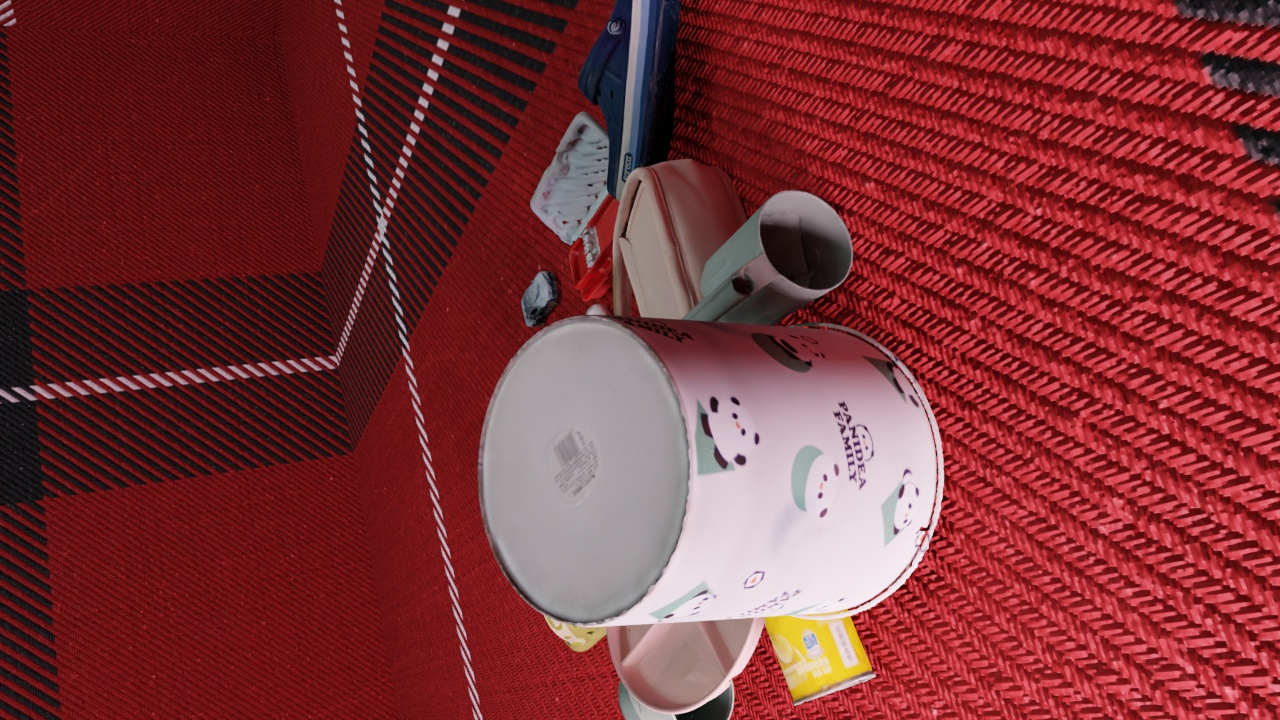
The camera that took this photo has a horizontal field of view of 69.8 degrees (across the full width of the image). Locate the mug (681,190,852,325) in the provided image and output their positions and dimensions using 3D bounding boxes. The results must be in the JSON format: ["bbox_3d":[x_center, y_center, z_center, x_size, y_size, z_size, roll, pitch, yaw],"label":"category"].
[{"bbox_3d":[0.090,-0.065,0.720,0.083,0.123,0.104,55,151,2],"label":"mug"}]

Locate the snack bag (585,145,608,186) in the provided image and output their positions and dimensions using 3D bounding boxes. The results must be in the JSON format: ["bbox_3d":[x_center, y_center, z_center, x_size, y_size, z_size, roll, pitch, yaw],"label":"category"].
[{"bbox_3d":[-0.040,-0.224,1.034,0.106,0.026,0.045,-36,61,57],"label":"snack bag"}]

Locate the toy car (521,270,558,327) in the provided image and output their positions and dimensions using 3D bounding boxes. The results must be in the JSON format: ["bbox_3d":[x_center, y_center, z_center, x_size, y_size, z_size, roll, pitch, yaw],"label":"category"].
[{"bbox_3d":[-0.140,-0.084,1.255,0.106,0.031,0.049,-45,57,56],"label":"toy car"}]

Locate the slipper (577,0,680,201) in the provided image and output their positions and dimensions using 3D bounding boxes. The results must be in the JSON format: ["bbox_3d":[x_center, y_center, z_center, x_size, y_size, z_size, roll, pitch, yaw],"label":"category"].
[{"bbox_3d":[-0.015,-0.274,0.870,0.105,0.095,0.253,-44,-38,-69],"label":"slipper"}]

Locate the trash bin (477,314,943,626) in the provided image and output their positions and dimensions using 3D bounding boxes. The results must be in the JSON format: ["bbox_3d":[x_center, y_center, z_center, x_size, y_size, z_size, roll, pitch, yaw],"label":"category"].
[{"bbox_3d":[0.045,0.074,0.626,0.230,0.251,0.229,-6,82,42],"label":"trash bin"}]

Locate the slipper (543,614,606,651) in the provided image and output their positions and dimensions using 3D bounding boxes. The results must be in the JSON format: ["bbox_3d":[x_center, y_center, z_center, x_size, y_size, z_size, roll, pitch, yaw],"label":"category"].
[{"bbox_3d":[-0.086,0.329,1.197,0.091,0.081,0.191,63,149,29],"label":"slipper"}]

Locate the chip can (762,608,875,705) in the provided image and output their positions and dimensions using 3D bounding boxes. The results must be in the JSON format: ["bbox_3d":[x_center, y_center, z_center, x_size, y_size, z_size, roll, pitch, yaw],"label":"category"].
[{"bbox_3d":[0.122,0.170,0.767,0.072,0.072,0.213,-55,50,53],"label":"chip can"}]

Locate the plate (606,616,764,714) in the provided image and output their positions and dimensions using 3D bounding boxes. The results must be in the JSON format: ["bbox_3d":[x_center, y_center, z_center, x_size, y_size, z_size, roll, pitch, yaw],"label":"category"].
[{"bbox_3d":[0.043,0.222,0.891,0.230,0.028,0.229,-32,48,43],"label":"plate"}]

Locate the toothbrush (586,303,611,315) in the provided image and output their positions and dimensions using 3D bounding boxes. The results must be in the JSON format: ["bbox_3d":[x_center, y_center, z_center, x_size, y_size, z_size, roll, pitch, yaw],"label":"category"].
[{"bbox_3d":[-0.006,0.006,1.022,0.221,0.026,0.027,-126,28,-44],"label":"toothbrush"}]

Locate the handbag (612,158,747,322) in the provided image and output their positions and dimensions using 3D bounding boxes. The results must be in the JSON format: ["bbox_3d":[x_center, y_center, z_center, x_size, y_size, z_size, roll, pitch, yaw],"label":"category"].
[{"bbox_3d":[0.022,-0.060,0.885,0.235,0.093,0.193,134,125,-59],"label":"handbag"}]

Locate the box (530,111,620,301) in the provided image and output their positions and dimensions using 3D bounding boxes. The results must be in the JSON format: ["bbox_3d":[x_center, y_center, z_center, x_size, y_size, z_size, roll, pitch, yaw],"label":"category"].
[{"bbox_3d":[-0.052,-0.169,1.037,0.161,0.060,0.202,60,149,8],"label":"box"}]

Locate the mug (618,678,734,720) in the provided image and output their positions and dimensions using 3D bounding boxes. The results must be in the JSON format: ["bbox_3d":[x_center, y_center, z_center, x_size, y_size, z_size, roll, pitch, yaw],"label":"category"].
[{"bbox_3d":[0.035,0.333,0.956,0.107,0.082,0.111,-28,45,53],"label":"mug"}]
